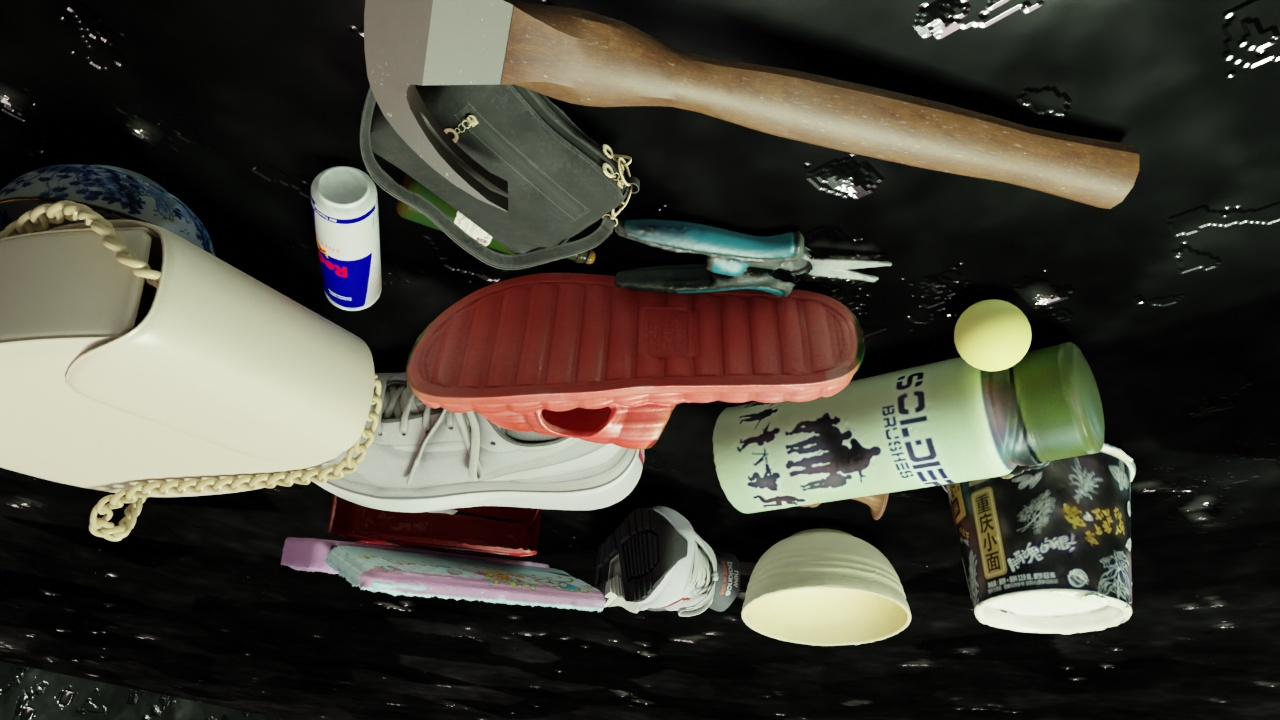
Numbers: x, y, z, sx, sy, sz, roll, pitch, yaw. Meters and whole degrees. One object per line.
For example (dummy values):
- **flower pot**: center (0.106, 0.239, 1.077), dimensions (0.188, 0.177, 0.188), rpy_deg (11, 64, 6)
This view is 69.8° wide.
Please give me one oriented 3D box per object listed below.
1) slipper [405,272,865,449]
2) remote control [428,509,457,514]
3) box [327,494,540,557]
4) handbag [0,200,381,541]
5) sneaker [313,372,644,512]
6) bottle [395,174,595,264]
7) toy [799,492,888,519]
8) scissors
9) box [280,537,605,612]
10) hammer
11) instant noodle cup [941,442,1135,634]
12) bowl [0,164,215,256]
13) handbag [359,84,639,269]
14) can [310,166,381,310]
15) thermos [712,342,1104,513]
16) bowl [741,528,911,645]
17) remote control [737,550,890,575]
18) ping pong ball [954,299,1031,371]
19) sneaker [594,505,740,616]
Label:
- **slipper**: center (-0.003, 0.003, 0.517), dimensions (0.249, 0.103, 0.059), rpy_deg (-2, 136, 0)
- **remote control**: center (-0.187, 0.136, 0.865), dimensions (0.033, 0.013, 0.137), rpy_deg (19, 146, -23)
- **box**: center (-0.154, 0.098, 0.730), dimensions (0.157, 0.110, 0.134), rpy_deg (8, 161, -10)
- **handbag**: center (-0.275, 0.019, 0.505), dimensions (0.209, 0.103, 0.210), rpy_deg (-15, 152, 22)
- **sneaker**: center (-0.126, 0.034, 0.609), dimensions (0.263, 0.096, 0.129), rpy_deg (5, 143, 0)
- **bottle**: center (-0.073, -0.070, 0.478), dimensions (0.106, 0.025, 0.025), rpy_deg (17, 148, -18)
- **toy**: center (0.132, 0.094, 0.702), dimensions (0.101, 0.041, 0.055), rpy_deg (7, -174, -16)
- **scissors**: center (0.051, -0.053, 0.491), dimensions (0.148, 0.019, 0.124), rpy_deg (25, 144, -33)
- **box**: center (-0.145, 0.163, 0.698), dimensions (0.214, 0.035, 0.151), rpy_deg (18, 169, -41)
- **hammer**: center (0.056, -0.102, 0.369), dimensions (0.322, 0.033, 0.115), rpy_deg (8, 120, -13)
- **instant noodle cup**: center (0.296, 0.135, 0.675), dimensions (0.137, 0.112, 0.137), rpy_deg (5, 151, 3)
- **bowl**: center (-0.283, -0.071, 0.490), dimensions (0.114, 0.045, 0.114), rpy_deg (1, 154, 0)
- **handbag**: center (-0.060, -0.092, 0.413), dimensions (0.079, 0.054, 0.128), rpy_deg (-23, 137, 34)
- **can**: center (-0.158, -0.064, 0.496), dimensions (0.032, 0.032, 0.095), rpy_deg (11, 150, -8)
- **thermos**: center (0.165, 0.047, 0.582), dimensions (0.232, 0.082, 0.082), rpy_deg (-15, 144, 31)
- **bowl**: center (0.169, 0.203, 0.847), dimensions (0.151, 0.075, 0.151), rpy_deg (4, 145, 3)
- **remote control**: center (0.172, 0.207, 0.919), dimensions (0.150, 0.013, 0.034), rpy_deg (3, 146, 6)
- **ping pong ball**: center (0.195, -0.014, 0.510), dimensions (0.040, 0.040, 0.040), rpy_deg (5, 150, 3)
- **sneaker**: center (0.038, 0.196, 0.868), dimensions (0.124, 0.088, 0.240), rpy_deg (10, 158, -16)
